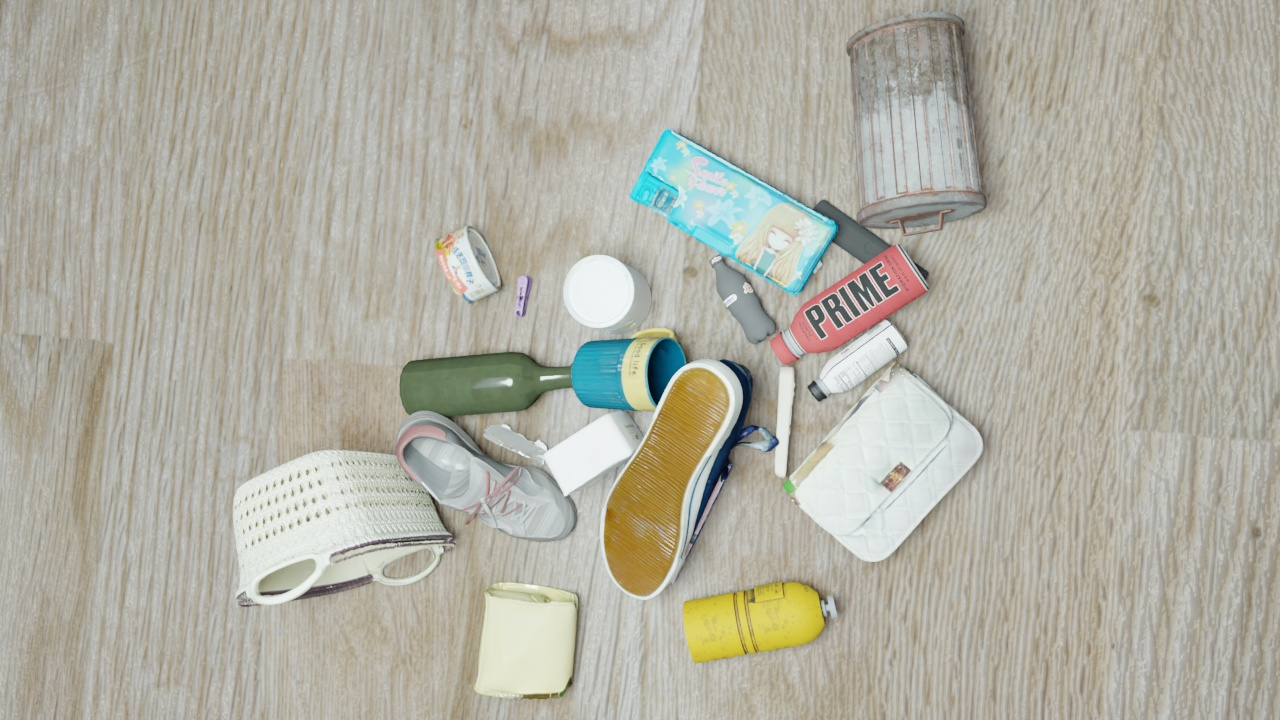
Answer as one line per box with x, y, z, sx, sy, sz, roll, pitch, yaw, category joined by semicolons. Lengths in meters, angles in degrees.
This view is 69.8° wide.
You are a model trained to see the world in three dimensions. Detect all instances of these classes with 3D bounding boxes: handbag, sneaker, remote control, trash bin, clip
0.267;0.114;0.997;0.139;0.072;0.195;40;96;9;handbag
-0.180;0.147;1.046;0.236;0.089;0.099;32;103;-8;sneaker
0.054;0.128;1.004;0.121;0.127;0.295;30;111;21;sneaker
-0.132;0.327;1.068;0.111;0.081;0.119;5;89;3;handbag
0.162;0.070;1.034;0.018;0.038;0.125;4;90;10;remote control
0.288;-0.239;0.970;0.131;0.130;0.211;-5;87;10;trash bin
-0.142;-0.077;1.099;0.013;0.033;0.051;10;92;9;clip
0.254;-0.128;1.031;0.147;0.015;0.033;37;96;9;remote control

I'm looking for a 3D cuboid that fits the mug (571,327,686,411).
-0.006;0.006;1.039;0.107;0.113;0.083;-2;131;36;mug

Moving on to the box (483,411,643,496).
-0.086;0.106;1.046;0.189;0.111;0.101;-12;85;11;box

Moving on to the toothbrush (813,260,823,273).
0.140;-0.170;1.054;0.017;0.012;0.187;-45;82;14;toothbrush

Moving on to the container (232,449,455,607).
-0.335;0.190;1.028;0.185;0.251;0.143;-25;75;12;container

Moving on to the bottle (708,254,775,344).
0.113;-0.071;1.045;0.036;0.036;0.110;-33;84;8;bottle

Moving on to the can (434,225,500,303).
-0.202;-0.113;1.079;0.043;0.086;0.086;-24;85;8;can

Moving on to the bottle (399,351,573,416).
-0.175;0.027;1.080;0.207;0.071;0.071;-5;88;10;bottle

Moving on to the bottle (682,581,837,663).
0.135;0.287;1.020;0.164;0.071;0.071;-13;87;10;bottle

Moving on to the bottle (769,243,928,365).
0.223;-0.055;1.007;0.177;0.062;0.062;-34;84;18;bottle

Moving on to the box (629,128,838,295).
0.103;-0.168;1.037;0.227;0.039;0.094;33;104;12;box

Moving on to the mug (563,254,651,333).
-0.036;-0.073;1.038;0.082;0.106;0.082;0;89;10;mug

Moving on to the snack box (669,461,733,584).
0.035;0.168;1.059;0.088;0.033;0.154;27;94;10;snack box

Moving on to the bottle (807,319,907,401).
0.238;0.004;1.020;0.116;0.041;0.041;-37;83;8;bottle
